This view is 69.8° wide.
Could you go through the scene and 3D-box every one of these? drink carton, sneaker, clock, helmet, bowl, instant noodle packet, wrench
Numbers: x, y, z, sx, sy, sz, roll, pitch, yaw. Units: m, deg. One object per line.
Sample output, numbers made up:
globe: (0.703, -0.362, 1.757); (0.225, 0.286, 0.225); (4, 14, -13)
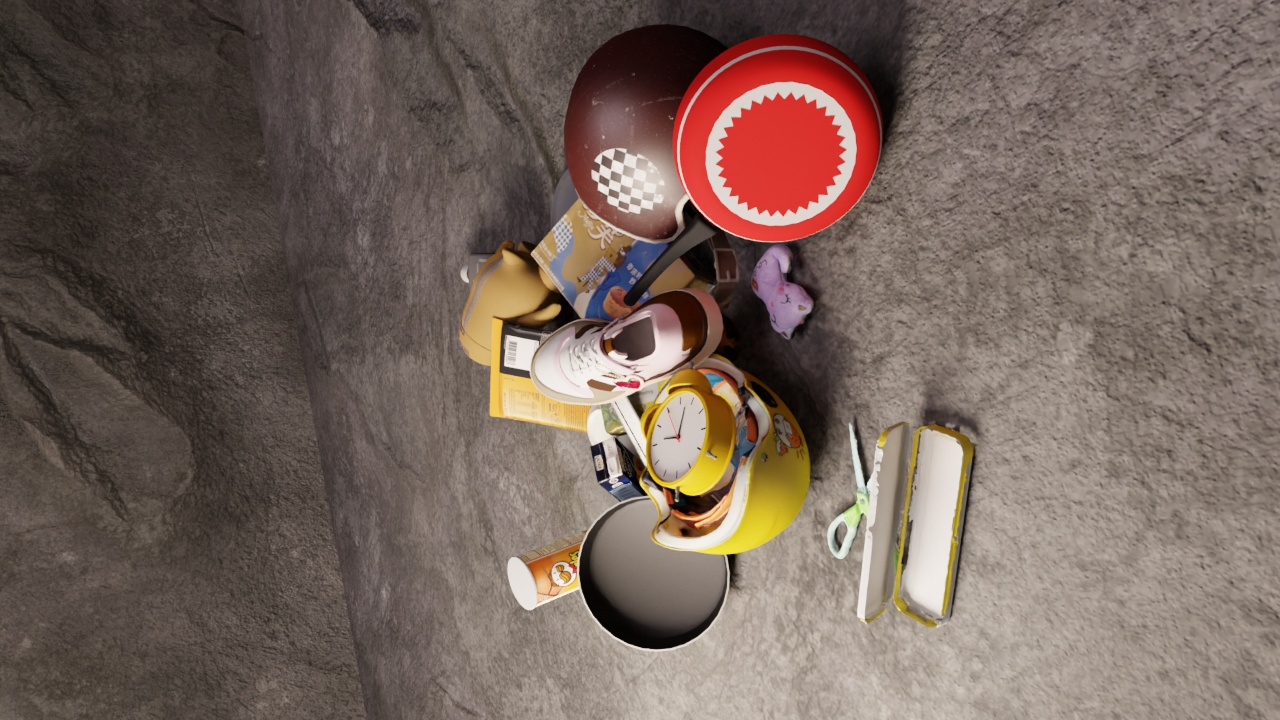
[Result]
drink carton: (-0.022, 0.162, 1.281); (0.040, 0.130, 0.064); (-24, 54, 13)
sneaker: (-0.047, -0.006, 1.094); (0.295, 0.116, 0.111); (-14, 86, 39)
clock: (0.048, 0.077, 1.007); (0.114, 0.052, 0.151); (-52, 37, 28)
helmet: (0.110, 0.115, 1.074); (0.210, 0.139, 0.239); (-45, 37, 35)
bowl: (-0.035, 0.097, 1.330); (0.114, 0.063, 0.113); (6, 99, 43)
helmet: (0.027, -0.248, 1.059); (0.254, 0.234, 0.232); (102, -178, -51)
instant noodle packet: (-0.131, 0.030, 1.415); (0.221, 0.032, 0.160); (10, 108, 16)
wrench: (-0.001, 0.102, 1.232); (0.070, 0.010, 0.273); (-23, 104, 24)

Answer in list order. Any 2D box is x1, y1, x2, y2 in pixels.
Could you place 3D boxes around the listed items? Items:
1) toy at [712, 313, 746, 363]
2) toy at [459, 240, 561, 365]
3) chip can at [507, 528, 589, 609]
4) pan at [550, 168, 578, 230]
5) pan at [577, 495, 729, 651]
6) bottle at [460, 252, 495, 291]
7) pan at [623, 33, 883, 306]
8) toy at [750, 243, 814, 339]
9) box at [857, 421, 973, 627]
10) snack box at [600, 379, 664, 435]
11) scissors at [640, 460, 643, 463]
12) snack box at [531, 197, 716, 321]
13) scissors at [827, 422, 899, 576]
toy: (0.100, -0.020, 1.122); (0.100, 0.062, 0.076); (176, 106, -74)
toy: (-0.211, -0.080, 1.493); (0.204, 0.162, 0.198); (-55, 49, 17)
chip can: (-0.076, 0.279, 1.302); (0.075, 0.214, 0.075); (25, 122, 48)
pan: (-0.030, -0.188, 1.325); (0.357, 0.021, 0.199); (16, 109, 53)
pan: (0.043, 0.209, 1.216); (0.204, 0.044, 0.356); (19, 94, 12)
bottle: (-0.278, -0.156, 1.676); (0.174, 0.046, 0.084); (12, 106, 55)
pan: (0.092, -0.167, 0.951); (0.357, 0.209, 0.067); (-47, 20, 27)
toy: (0.162, -0.082, 1.046); (0.099, 0.036, 0.080); (62, 142, 30)
box: (0.275, 0.169, 0.906); (0.080, 0.079, 0.210); (15, 109, 37)
snack box: (-0.007, 0.007, 1.254); (0.121, 0.045, 0.181); (-12, 84, 21)
scissors: (-0.023, 0.195, 1.397); (0.136, 0.015, 0.135); (30, 118, 49)
snack box: (-0.025, -0.121, 1.204); (0.155, 0.069, 0.202); (-46, 67, 18)
scissors: (0.248, 0.154, 0.987); (0.139, 0.028, 0.171); (43, 134, 47)
